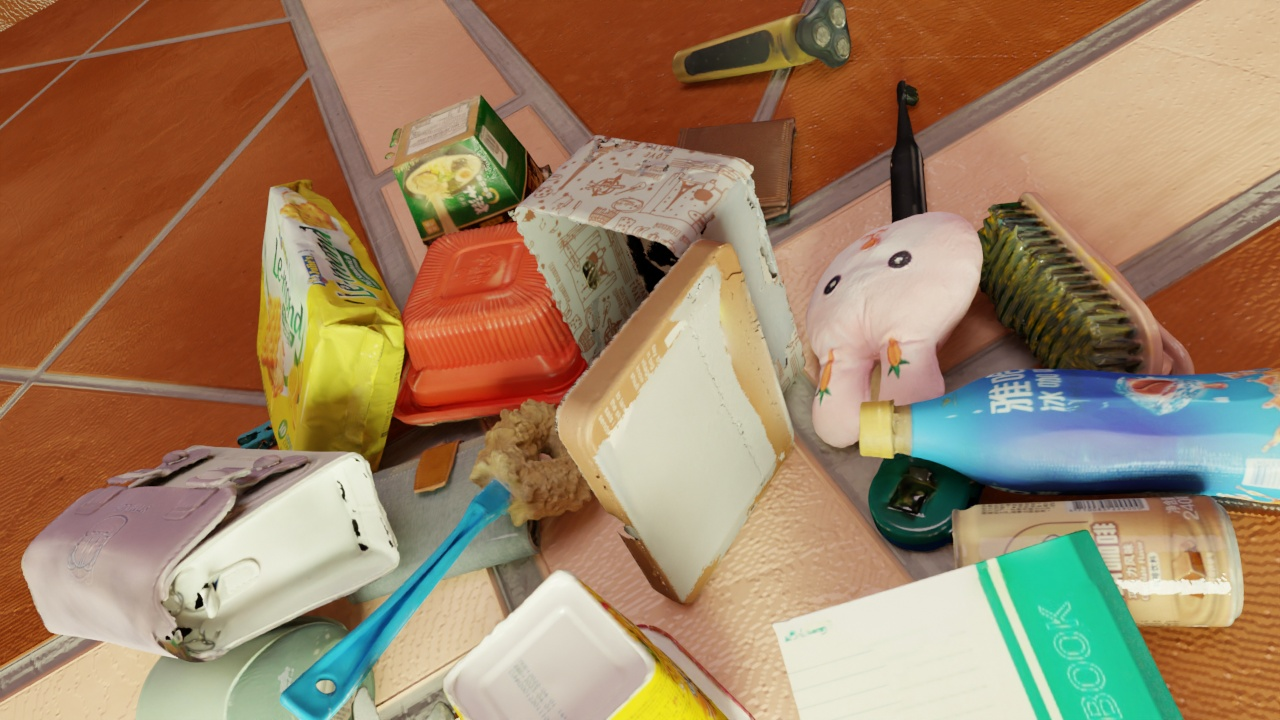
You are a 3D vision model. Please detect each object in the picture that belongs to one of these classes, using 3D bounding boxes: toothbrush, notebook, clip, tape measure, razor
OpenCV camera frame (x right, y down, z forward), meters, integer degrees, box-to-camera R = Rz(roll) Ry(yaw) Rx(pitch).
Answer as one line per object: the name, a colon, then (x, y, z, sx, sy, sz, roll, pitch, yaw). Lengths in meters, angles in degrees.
toothbrush: (0.201, -0.148, 0.689, 0.027, 0.026, 0.212, 17, 50, -5)
notebook: (0.152, 0.186, 0.368, 0.150, 0.012, 0.208, -21, 57, 12)
clip: (-0.302, 0.060, 0.746, 0.057, 0.014, 0.045, -31, 42, -2)
tape measure: (0.153, 0.076, 0.502, 0.058, 0.025, 0.054, 11, 55, 34)
razor: (0.107, -0.287, 0.844, 0.168, 0.062, 0.067, -4, 18, 29)

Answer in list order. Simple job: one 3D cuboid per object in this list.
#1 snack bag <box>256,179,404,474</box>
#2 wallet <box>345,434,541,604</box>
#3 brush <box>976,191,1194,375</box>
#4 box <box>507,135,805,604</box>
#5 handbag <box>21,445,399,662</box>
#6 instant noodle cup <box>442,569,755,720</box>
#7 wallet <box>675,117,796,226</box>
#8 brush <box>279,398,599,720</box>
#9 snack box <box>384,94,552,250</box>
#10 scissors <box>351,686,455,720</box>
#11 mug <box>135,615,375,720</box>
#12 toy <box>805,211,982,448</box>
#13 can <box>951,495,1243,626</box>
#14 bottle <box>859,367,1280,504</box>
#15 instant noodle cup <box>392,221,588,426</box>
snack bag: (-0.244, -0.020, 0.704, 0.068, 0.158, 0.246, 0, 34, -32)
wallet: (-0.132, 0.097, 0.613, 0.130, 0.037, 0.106, -18, 45, 9)
brush: (0.254, -0.035, 0.535, 0.073, 0.063, 0.145, -3, 42, -18)
box: (-0.005, -0.001, 0.541, 0.158, 0.181, 0.197, 19, 59, 35)
handbag: (-0.271, 0.113, 0.567, 0.197, 0.098, 0.144, -5, 22, 39)
instant noodle cup: (-0.020, 0.171, 0.427, 0.116, 0.124, 0.116, -42, 45, -14)
wallet: (0.076, -0.153, 0.751, 0.101, 0.032, 0.124, -4, 49, 18)
brush: (-0.102, 0.105, 0.525, 0.083, 0.046, 0.253, 35, 45, 8)
snack box: (-0.151, -0.162, 0.808, 0.118, 0.106, 0.118, -18, 42, 11)
scissors: (-0.100, 0.247, 0.425, 0.181, 0.019, 0.170, 32, 103, 22)
mug: (-0.213, 0.191, 0.539, 0.106, 0.082, 0.111, -12, 22, 16)
toy: (0.152, -0.023, 0.565, 0.122, 0.054, 0.159, -22, 43, 45)
can: (0.210, 0.095, 0.432, 0.116, 0.058, 0.058, -6, 47, 21)
bottle: (0.223, 0.037, 0.461, 0.219, 0.065, 0.065, 0, 49, 18)
instant noodle cup: (-0.106, -0.043, 0.701, 0.165, 0.079, 0.188, -8, 42, 14)
